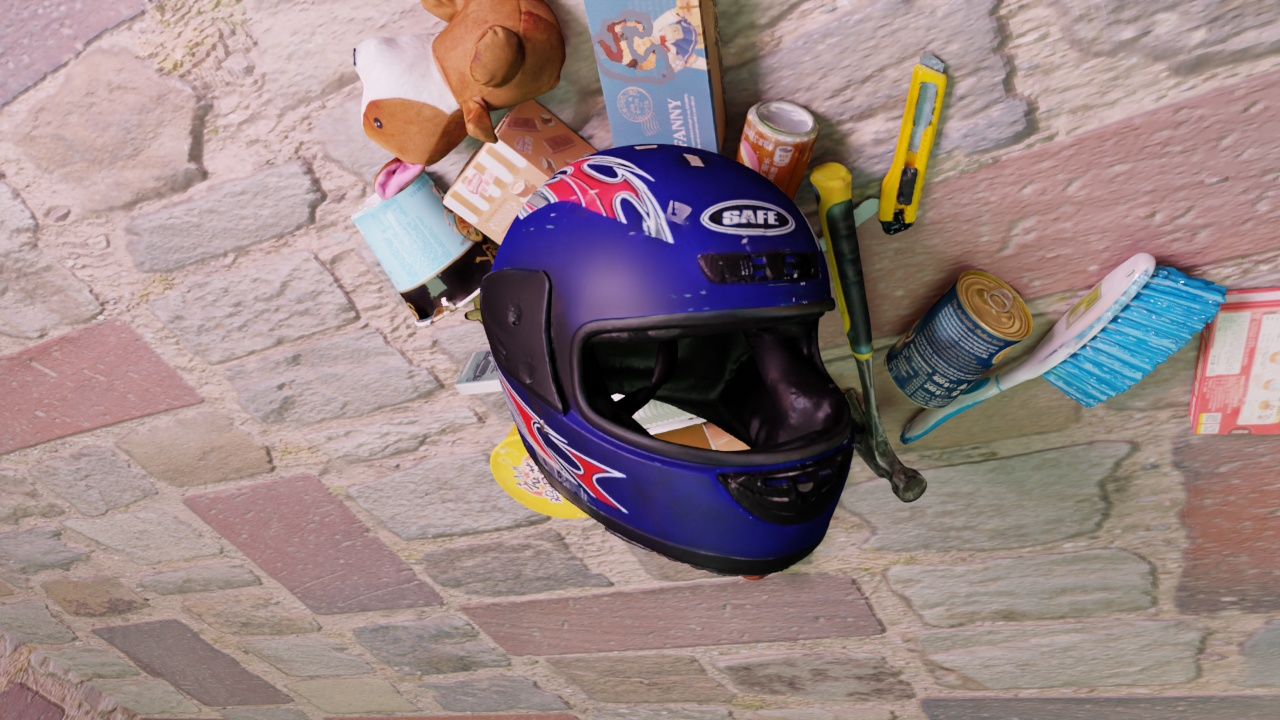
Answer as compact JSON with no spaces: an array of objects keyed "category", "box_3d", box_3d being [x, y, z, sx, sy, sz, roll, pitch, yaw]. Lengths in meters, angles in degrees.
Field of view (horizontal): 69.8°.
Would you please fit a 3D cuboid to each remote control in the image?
[{"category":"remote control","box_3d":[-0.133,0.007,0.985,0.135,0.056,0.019,-7,131,25]}]

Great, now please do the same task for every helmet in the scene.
[{"category":"helmet","box_3d":[0.025,-0.027,0.659,0.246,0.315,0.241,-9,118,-31]}]

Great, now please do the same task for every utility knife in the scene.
[{"category":"utility knife","box_3d":[0.131,-0.077,0.840,0.034,0.018,0.237,28,134,-27]},{"category":"utility knife","box_3d":[0.213,-0.166,0.724,0.033,0.015,0.164,2,134,4]}]

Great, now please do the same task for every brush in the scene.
[{"category":"brush","box_3d":[0.363,0.012,0.832,0.109,0.060,0.315,27,138,-1]}]

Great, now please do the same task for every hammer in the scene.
[{"category":"hammer","box_3d":[0.191,-0.024,0.817,0.032,0.126,0.324,-25,123,-8]}]

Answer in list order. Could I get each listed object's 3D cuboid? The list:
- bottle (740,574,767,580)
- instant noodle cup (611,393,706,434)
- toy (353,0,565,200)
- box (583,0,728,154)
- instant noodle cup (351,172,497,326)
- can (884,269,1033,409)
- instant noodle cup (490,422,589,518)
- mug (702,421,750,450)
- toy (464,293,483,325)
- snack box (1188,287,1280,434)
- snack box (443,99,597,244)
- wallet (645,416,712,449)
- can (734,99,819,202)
[{"category":"bottle","box_3d":[0.161,0.185,1.061,0.060,0.059,0.207,21,136,-2]},{"category":"instant noodle cup","box_3d":[-0.005,0.005,0.880,0.174,0.060,0.138,-15,87,26]},{"category":"toy","box_3d":[-0.158,-0.223,0.722,0.130,0.140,0.200,18,149,-41]},{"category":"box","box_3d":[0.017,-0.223,0.704,0.090,0.061,0.184,1,132,18]},{"category":"instant noodle cup","box_3d":[-0.204,-0.112,0.863,0.111,0.111,0.120,-20,117,33]},{"category":"can","box_3d":[0.278,-0.016,0.811,0.075,0.075,0.111,25,136,-7]},{"category":"instant noodle cup","box_3d":[-0.083,0.091,1.013,0.138,0.109,0.138,10,135,10]},{"category":"mug","box_3d":[0.134,0.075,0.926,0.123,0.078,0.078,-24,127,3]},{"category":"toy","box_3d":[-0.104,-0.076,0.896,0.158,0.066,0.105,-28,162,33]},{"category":"snack box","box_3d":[0.522,0.004,0.785,0.075,0.025,0.153,-3,132,20]},{"category":"snack box","box_3d":[-0.099,-0.157,0.796,0.094,0.076,0.093,36,134,-18]},{"category":"wallet","box_3d":[0.036,0.063,0.959,0.131,0.031,0.108,19,108,-28]},{"category":"can","box_3d":[0.100,-0.139,0.761,0.058,0.057,0.148,16,136,2]}]
